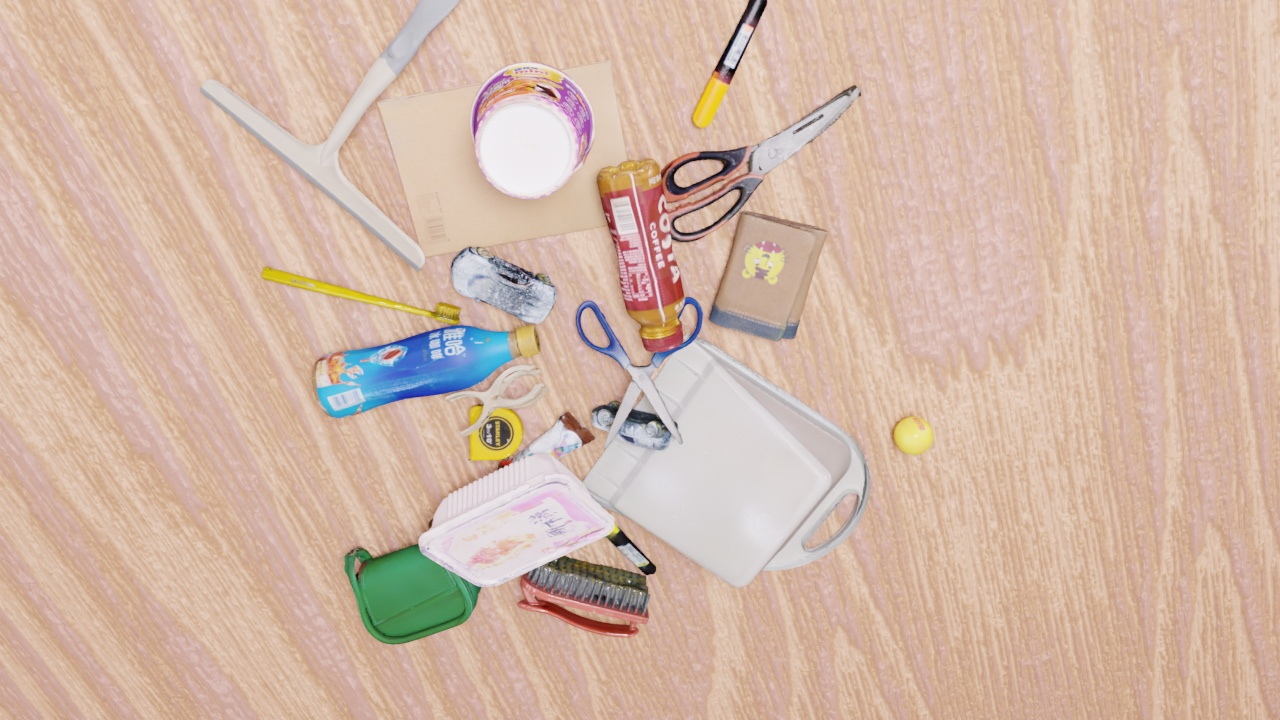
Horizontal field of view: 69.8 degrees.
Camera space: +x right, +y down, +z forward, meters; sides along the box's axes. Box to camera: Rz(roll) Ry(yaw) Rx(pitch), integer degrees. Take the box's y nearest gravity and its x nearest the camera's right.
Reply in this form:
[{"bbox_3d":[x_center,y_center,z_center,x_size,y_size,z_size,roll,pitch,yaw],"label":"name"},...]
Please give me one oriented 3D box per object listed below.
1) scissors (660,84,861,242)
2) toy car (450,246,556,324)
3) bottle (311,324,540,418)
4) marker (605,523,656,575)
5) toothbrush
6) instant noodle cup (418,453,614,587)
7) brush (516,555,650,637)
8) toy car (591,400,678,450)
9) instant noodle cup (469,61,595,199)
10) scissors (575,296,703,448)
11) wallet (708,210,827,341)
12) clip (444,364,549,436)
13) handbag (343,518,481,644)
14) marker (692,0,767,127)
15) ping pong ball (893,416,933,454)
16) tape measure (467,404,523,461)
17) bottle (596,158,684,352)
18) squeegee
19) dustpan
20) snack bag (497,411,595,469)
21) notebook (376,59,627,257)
[{"bbox_3d":[0.100,-0.196,0.842,0.177,0.015,0.211,18,113,-9],"label":"scissors"},{"bbox_3d":[-0.133,-0.071,0.881,0.105,0.031,0.049,23,120,-11],"label":"toy car"},{"bbox_3d":[-0.206,0.003,0.898,0.219,0.065,0.065,-14,115,4],"label":"bottle"},{"bbox_3d":[-0.023,0.200,1.025,0.018,0.015,0.124,-37,114,9],"label":"marker"},{"bbox_3d":[-0.269,-0.065,0.891,0.190,0.015,0.017,13,109,-8],"label":"toothbrush"},{"bbox_3d":[-0.130,0.161,0.955,0.173,0.060,0.138,-28,139,10],"label":"instant noodle cup"},{"bbox_3d":[-0.064,0.265,1.026,0.146,0.063,0.069,15,100,-8],"label":"brush"},{"bbox_3d":[-0.007,0.066,0.934,0.091,0.042,0.034,14,110,14],"label":"toy car"},{"bbox_3d":[-0.094,-0.191,0.780,0.111,0.099,0.112,-1,114,-3],"label":"instant noodle cup"},{"bbox_3d":[-0.001,0.003,0.902,0.162,0.012,0.175,37,87,1],"label":"scissors"},{"bbox_3d":[0.124,-0.081,0.890,0.090,0.033,0.115,13,110,-7],"label":"wallet"},{"bbox_3d":[-0.144,0.036,0.921,0.101,0.035,0.076,-26,79,2],"label":"clip"},{"bbox_3d":[-0.246,0.241,1.012,0.131,0.068,0.120,-19,107,8],"label":"handbag"},{"bbox_3d":[0.079,-0.265,0.811,0.018,0.015,0.124,22,110,-14],"label":"marker"},{"bbox_3d":[0.287,0.079,0.964,0.040,0.040,0.040,-1,115,-2],"label":"ping pong ball"},{"bbox_3d":[-0.150,0.074,0.950,0.057,0.029,0.060,-1,96,-2],"label":"tape measure"},{"bbox_3d":[0.005,-0.094,0.847,0.057,0.057,0.175,-11,112,3],"label":"bottle"},{"bbox_3d":[-0.218,-0.244,0.784,0.246,0.039,0.247,41,102,-7],"label":"squeegee"},{"bbox_3d":[0.113,0.125,0.997,0.258,0.142,0.223,39,110,13],"label":"dustpan"},{"bbox_3d":[-0.100,0.096,0.966,0.105,0.026,0.045,-37,110,13],"label":"snack bag"},{"bbox_3d":[-0.118,-0.181,0.844,0.211,0.012,0.150,-9,116,2],"label":"notebook"}]
